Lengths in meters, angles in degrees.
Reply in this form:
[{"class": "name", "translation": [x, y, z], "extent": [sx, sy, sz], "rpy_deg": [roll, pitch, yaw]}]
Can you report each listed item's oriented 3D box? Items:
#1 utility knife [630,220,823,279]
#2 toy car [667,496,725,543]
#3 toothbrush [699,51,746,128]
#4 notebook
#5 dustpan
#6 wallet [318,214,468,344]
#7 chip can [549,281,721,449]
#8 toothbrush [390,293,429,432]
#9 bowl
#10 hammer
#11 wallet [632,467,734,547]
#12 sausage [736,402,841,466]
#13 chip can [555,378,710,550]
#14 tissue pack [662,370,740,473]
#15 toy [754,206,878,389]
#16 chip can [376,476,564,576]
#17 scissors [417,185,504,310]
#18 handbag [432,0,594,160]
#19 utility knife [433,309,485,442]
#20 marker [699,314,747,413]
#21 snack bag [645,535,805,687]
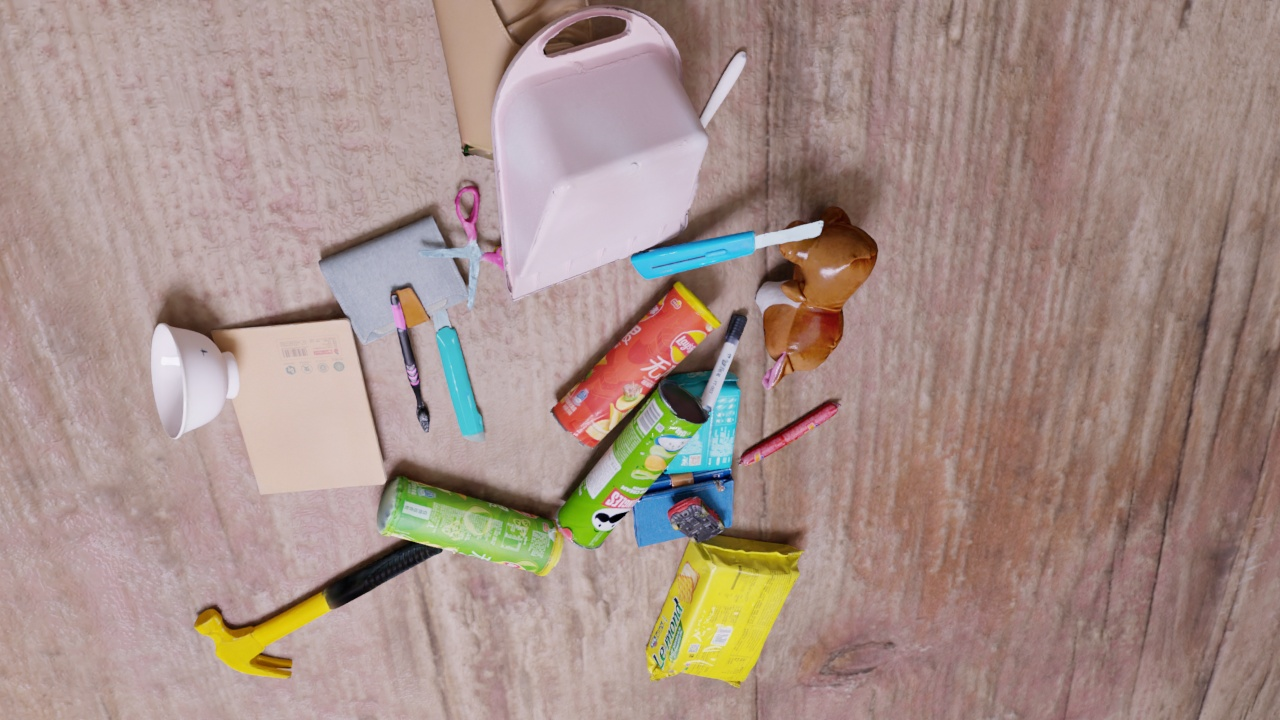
[{"class": "utility knife", "translation": [0.094, -0.124, 1.007], "extent": [0.219, 0.018, 0.034], "rpy_deg": [-10, 122, 22]}, {"class": "toy car", "translation": [0.071, 0.202, 1.162], "extent": [0.049, 0.031, 0.106], "rpy_deg": [-29, 143, 11]}, {"class": "toothbrush", "translation": [0.066, -0.252, 0.995], "extent": [0.016, 0.016, 0.180], "rpy_deg": [24, 107, -26]}, {"class": "notebook", "translation": [-0.374, 0.055, 1.015], "extent": [0.148, 0.008, 0.208], "rpy_deg": [-5, 116, 0]}, {"class": "dustpan", "translation": [-0.046, -0.207, 0.915], "extent": [0.222, 0.274, 0.138], "rpy_deg": [-23, 76, -23]}, {"class": "wallet", "translation": [-0.259, -0.083, 0.978], "extent": [0.129, 0.037, 0.107], "rpy_deg": [-23, 118, -3]}, {"class": "chip can", "translation": [-0.006, 0.006, 1.070], "extent": [0.217, 0.073, 0.073], "rpy_deg": [-44, 118, 10]}, {"class": "toothbrush", "translation": [-0.254, 0.007, 1.014], "extent": [0.014, 0.017, 0.189], "rpy_deg": [-13, 129, -13]}, {"class": "bowl", "translation": [-0.454, 0.018, 0.945], "extent": [0.064, 0.118, 0.118], "rpy_deg": [-7, 119, -40]}, {"class": "hammer", "translation": [-0.381, 0.293, 1.127], "extent": [0.301, 0.033, 0.129], "rpy_deg": [-29, 119, 0]}, {"class": "wallet", "translation": [0.054, 0.188, 1.190], "extent": [0.133, 0.040, 0.106], "rpy_deg": [-11, 126, -10]}, {"class": "sausage", "translation": [0.194, 0.097, 1.195], "extent": [0.156, 0.020, 0.020], "rpy_deg": [-31, 119, 1]}, {"class": "chip can", "translation": [-0.014, 0.127, 1.092], "extent": [0.072, 0.072, 0.237], "rpy_deg": [24, 120, -24]}, {"class": "tissue pack", "translation": [0.071, 0.079, 1.135], "extent": [0.093, 0.050, 0.134], "rpy_deg": [-3, 115, -15]}, {"class": "toy", "translation": [0.190, -0.071, 1.059], "extent": [0.139, 0.130, 0.200], "rpy_deg": [-25, 132, -43]}, {"class": "chip can", "translation": [-0.205, 0.200, 1.107], "extent": [0.221, 0.072, 0.073], "rpy_deg": [21, 108, -23]}, {"class": "scissors", "translation": [-0.173, -0.120, 0.979], "extent": [0.133, 0.017, 0.134], "rpy_deg": [-5, 103, -33]}, {"class": "handbag", "translation": [-0.113, -0.288, 0.882], "extent": [0.147, 0.099, 0.205], "rpy_deg": [-15, 119, -14]}, {"class": "utility knife", "translation": [-0.209, 0.019, 1.054], "extent": [0.029, 0.013, 0.176], "rpy_deg": [-15, 114, -11]}, {"class": "marker", "translation": [0.096, 0.004, 1.091], "extent": [0.022, 0.018, 0.130], "rpy_deg": [22, 75, 8]}, {"class": "snack bag", "translation": [0.114, 0.350, 1.267], "extent": [0.158, 0.068, 0.247], "rpy_deg": [12, 112, -20]}]
